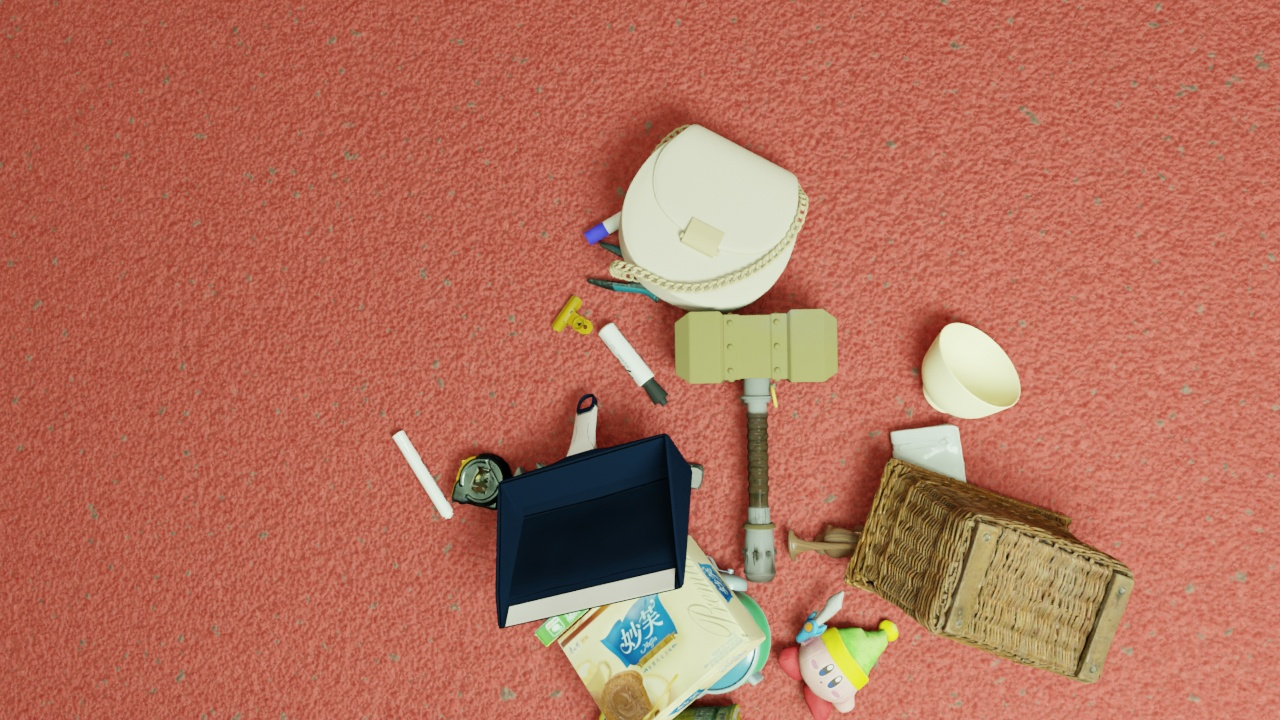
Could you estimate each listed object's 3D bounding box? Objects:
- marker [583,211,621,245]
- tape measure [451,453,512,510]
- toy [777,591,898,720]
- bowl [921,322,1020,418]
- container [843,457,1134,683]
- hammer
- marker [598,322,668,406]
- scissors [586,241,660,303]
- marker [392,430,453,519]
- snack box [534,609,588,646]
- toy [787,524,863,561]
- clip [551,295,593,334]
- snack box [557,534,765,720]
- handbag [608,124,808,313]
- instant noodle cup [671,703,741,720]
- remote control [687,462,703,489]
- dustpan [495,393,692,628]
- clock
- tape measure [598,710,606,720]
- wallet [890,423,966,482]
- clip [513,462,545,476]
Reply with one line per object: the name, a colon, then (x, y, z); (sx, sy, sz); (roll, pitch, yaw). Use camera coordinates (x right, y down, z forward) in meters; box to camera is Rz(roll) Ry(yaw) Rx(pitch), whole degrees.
marker: (-0.008, -0.193, 1.186); (0.141, 0.020, 0.020); (-30, 84, 5)
tape measure: (-0.204, 0.156, 1.189); (0.071, 0.042, 0.072); (11, 87, 11)
toy: (0.241, 0.353, 1.113); (0.132, 0.096, 0.124); (-38, 77, 23)
bowl: (0.379, 0.024, 1.093); (0.118, 0.117, 0.074); (46, 136, 7)
container: (0.389, 0.234, 1.005); (0.250, 0.183, 0.162); (19, 93, -10)
hammer: (0.142, 0.105, 1.115); (0.190, 0.100, 0.325); (-1, 89, 8)
marker: (-0.007, 0.007, 1.176); (0.025, 0.025, 0.126); (-39, 84, 4)
scissors: (-0.001, -0.109, 1.183); (0.122, 0.019, 0.149); (-34, 86, 5)
marker: (-0.287, 0.151, 1.210); (0.017, 0.020, 0.133); (-34, 84, 9)
snack box: (-0.047, 0.269, 1.117); (0.168, 0.132, 0.027); (-43, 83, 4)
toy: (0.237, 0.223, 1.122); (0.102, 0.054, 0.041); (-5, 91, 30)
clip: (-0.084, -0.051, 1.195); (0.046, 0.035, 0.053); (37, 91, 26)
snack box: (0.021, 0.331, 1.085); (0.208, 0.055, 0.153); (-45, 65, 13)
handbag: (0.082, -0.166, 1.132); (0.210, 0.103, 0.208); (27, 83, -2)
instant noodle cup: (0.063, 0.465, 1.120); (0.108, 0.102, 0.102); (2, 88, 16)
remote control: (0.013, 0.139, 1.174); (0.136, 0.013, 0.033); (9, 88, 10)
dustpan: (-0.063, 0.157, 1.084); (0.237, 0.272, 0.080); (-18, 125, 21)
clock: (0.089, 0.322, 1.128); (0.122, 0.075, 0.161); (-20, 74, 17)
tape measure: (-0.021, 0.457, 1.154); (0.067, 0.038, 0.062); (15, 90, 8)
wallet: (0.354, 0.136, 1.122); (0.086, 0.032, 0.116); (-4, 91, 16)
clip: (-0.110, 0.210, 1.181); (0.108, 0.028, 0.163); (-10, 87, 8)
